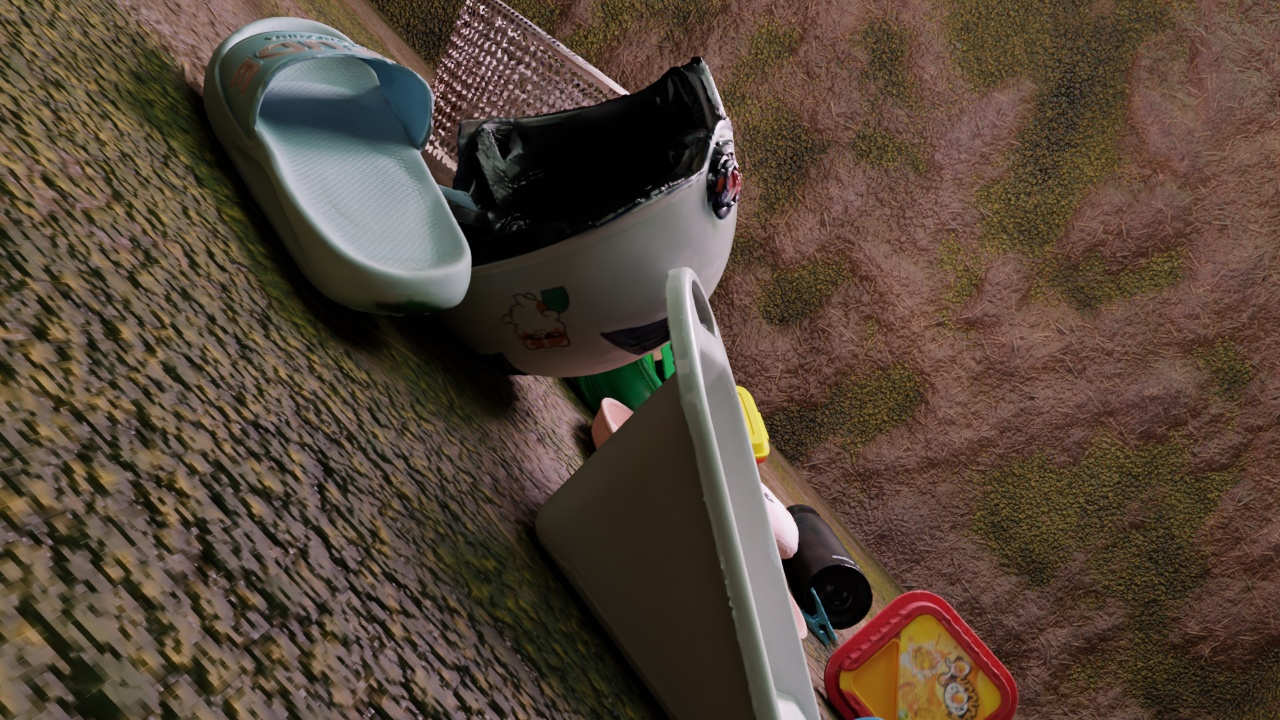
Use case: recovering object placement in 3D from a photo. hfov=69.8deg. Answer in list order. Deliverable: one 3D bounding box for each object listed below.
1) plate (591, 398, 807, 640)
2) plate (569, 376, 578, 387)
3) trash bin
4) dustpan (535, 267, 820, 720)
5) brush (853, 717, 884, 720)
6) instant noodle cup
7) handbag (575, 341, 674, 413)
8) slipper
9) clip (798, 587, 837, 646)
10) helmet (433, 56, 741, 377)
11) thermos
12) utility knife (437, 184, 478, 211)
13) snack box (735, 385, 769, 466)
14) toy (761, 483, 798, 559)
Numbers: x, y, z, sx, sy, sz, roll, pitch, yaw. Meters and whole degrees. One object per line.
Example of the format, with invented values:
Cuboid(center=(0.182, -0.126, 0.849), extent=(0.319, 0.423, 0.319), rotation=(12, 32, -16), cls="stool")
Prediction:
Cuboid(center=(0.040, 0.122, 0.693), extent=(0.229, 0.028, 0.229), rotation=(48, 5, -6), cls="plate")
Cuboid(center=(-0.053, -0.003, 0.881), extent=(0.179, 0.024, 0.179), rotation=(47, 5, -6), cls="plate")
Cuboid(center=(-0.145, -0.269, 1.007), extent=(0.227, 0.192, 0.227), rotation=(33, 12, -8), cls="trash bin")
Cuboid(center=(0.058, 0.090, 0.473), extent=(0.257, 0.143, 0.222), rotation=(47, 5, 10), cls="dustpan")
Cuboid(center=(0.161, 0.259, 0.517), extent=(0.144, 0.055, 0.073), rotation=(48, 6, -1), cls="brush")
Cuboid(center=(0.211, 0.253, 0.721), extent=(0.116, 0.116, 0.124), rotation=(49, -6, 15), cls="instant noodle cup")
Cuboid(center=(-0.005, 0.005, 0.820), extent=(0.120, 0.068, 0.131), rotation=(54, 21, -36), cls="handbag")
Cuboid(center=(-0.153, -0.117, 0.470), extent=(0.103, 0.074, 0.245), rotation=(-2, 44, -38), cls="slipper")
Cuboid(center=(0.165, 0.242, 0.860), extent=(0.055, 0.038, 0.013), rotation=(58, 7, 0), cls="clip")
Cuboid(center=(-0.035, -0.076, 0.610), extent=(0.273, 0.230, 0.157), rotation=(-80, 154, -53), cls="helmet")
Cuboid(center=(0.185, 0.219, 1.026), extent=(0.090, 0.068, 0.242), rotation=(15, 6, -2), cls="thermos")
Cuboid(center=(-0.152, -0.114, 0.565), extent=(0.216, 0.018, 0.034), rotation=(24, -19, 49), cls="utility knife")
Cuboid(center=(0.070, 0.076, 0.859), extent=(0.082, 0.080, 0.091), rotation=(5, 41, -16), cls="snack box")
Cuboid(center=(0.096, 0.137, 0.927), extent=(0.159, 0.054, 0.121), rotation=(40, 4, 6), cls="toy")
